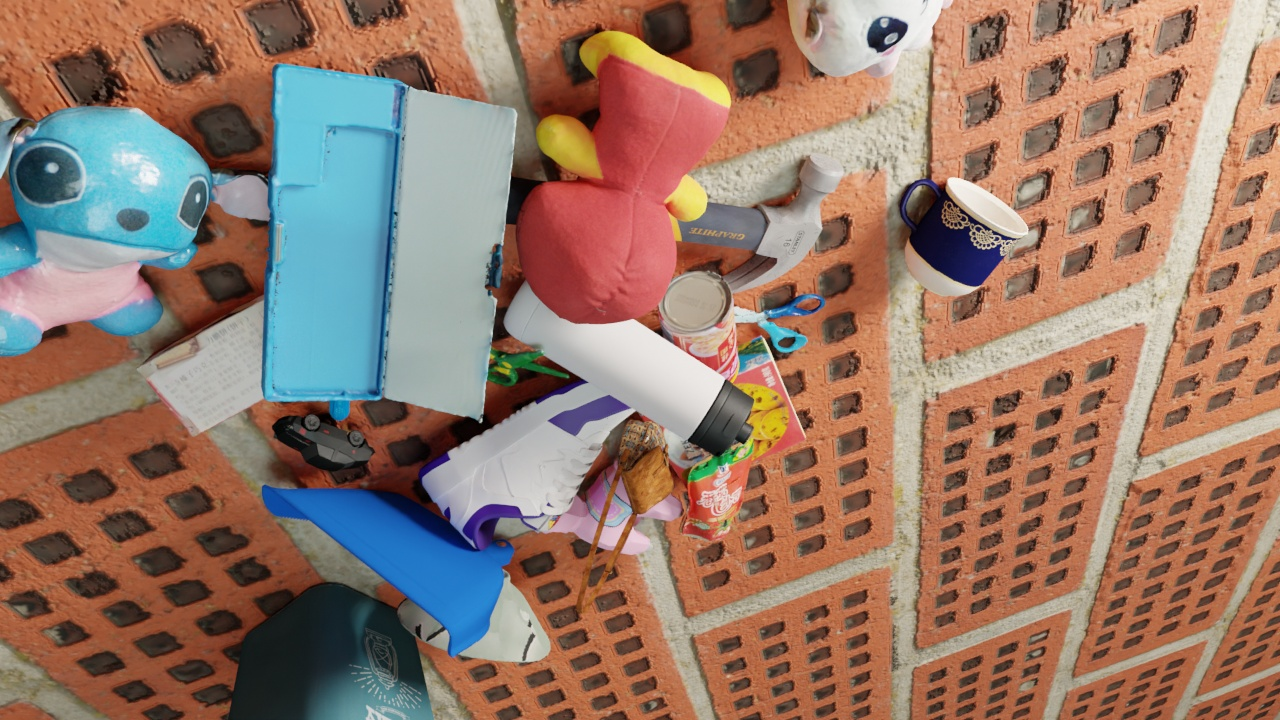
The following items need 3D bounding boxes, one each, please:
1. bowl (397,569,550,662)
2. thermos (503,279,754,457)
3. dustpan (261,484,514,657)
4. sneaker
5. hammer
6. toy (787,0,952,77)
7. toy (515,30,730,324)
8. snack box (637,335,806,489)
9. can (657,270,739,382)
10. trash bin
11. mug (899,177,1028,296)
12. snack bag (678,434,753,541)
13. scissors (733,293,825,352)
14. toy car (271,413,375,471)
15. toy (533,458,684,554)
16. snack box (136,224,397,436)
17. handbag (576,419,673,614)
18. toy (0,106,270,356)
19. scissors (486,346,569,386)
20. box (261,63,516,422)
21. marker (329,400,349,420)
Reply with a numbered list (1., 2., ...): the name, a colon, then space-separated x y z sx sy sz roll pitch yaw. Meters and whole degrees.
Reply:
1. bowl: -0.169 0.261 0.996 0.174 0.174 0.068 15 92 -30
2. thermos: -0.005 0.005 0.805 0.230 0.101 0.068 32 89 1
3. dustpan: -0.202 0.191 0.909 0.257 0.246 0.059 1 115 -63
4. sneaker: -0.088 0.099 0.873 0.244 0.111 0.091 -29 174 11
5. hammer: 0.012 -0.128 0.780 0.312 0.035 0.140 4 130 -22
6. toy: 0.176 -0.274 0.674 0.179 0.101 0.139 0 119 -45
7. toy: -0.016 -0.126 0.691 0.147 0.098 0.216 19 101 -14
8. snack box: 0.085 0.058 0.960 0.145 0.040 0.143 -24 135 7
9. can: 0.055 -0.023 0.843 0.066 0.066 0.124 -20 150 -2
10. trash bin: -0.331 0.383 0.979 0.199 0.218 0.196 -36 132 13
11. mug: 0.287 -0.117 0.864 0.112 0.085 0.089 32 123 1
12. snack bag: 0.080 0.127 0.968 0.087 0.044 0.155 -22 137 -26
13. scissors: 0.121 -0.050 0.904 0.134 0.016 0.084 15 127 -25
14. toy car: -0.292 0.078 0.840 0.091 0.036 0.042 27 143 -36
15. toy: -0.042 0.153 0.987 0.157 0.067 0.123 23 118 -29
16. snack box: -0.266 -0.033 0.748 0.273 0.044 0.077 -28 114 4
17. handbag: -0.015 0.151 0.873 0.043 0.195 0.094 11 144 20
18. toy: -0.367 -0.087 0.641 0.223 0.099 0.192 -5 140 -54
19. scissors: -0.122 -0.006 0.805 0.108 0.012 0.132 36 153 -25
20. box: -0.189 -0.082 0.683 0.175 0.060 0.244 7 109 -8
21. marker: -0.266 0.005 0.809 0.018 0.015 0.123 1 128 -16
